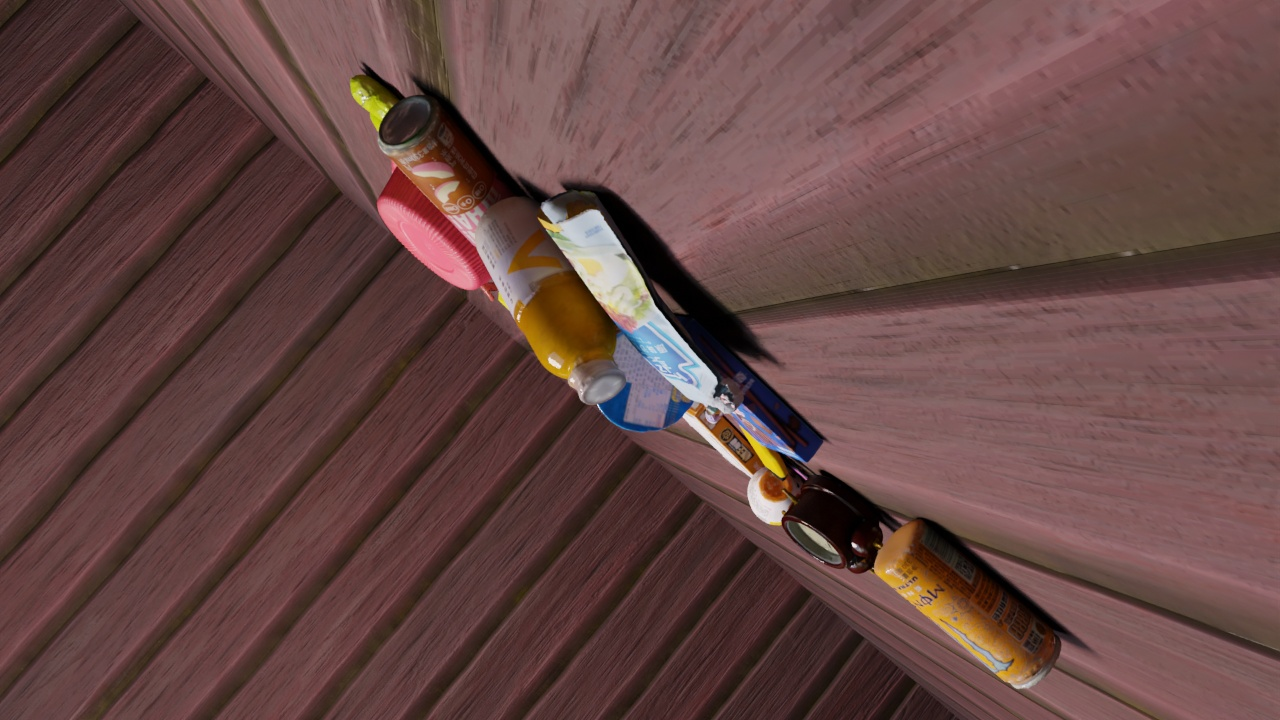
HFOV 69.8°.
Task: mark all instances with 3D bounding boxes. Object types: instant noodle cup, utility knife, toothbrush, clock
[{"bbox_3d":[-0.203,-0.139,0.956,0.194,0.065,0.194,34,162,12],"label":"instant noodle cup"},{"bbox_3d":[-0.005,0.005,0.858,0.099,0.099,0.110,42,-178,-16],"label":"instant noodle cup"},{"bbox_3d":[0.109,0.064,0.884,0.033,0.015,0.193,34,165,42],"label":"utility knife"},{"bbox_3d":[0.020,0.009,1.018,0.021,0.029,0.189,-10,-142,-46],"label":"toothbrush"},{"bbox_3d":[0.190,0.161,0.874,0.122,0.055,0.082,33,157,25],"label":"clock"},{"bbox_3d":[0.160,0.108,0.938,0.189,0.017,0.014,42,173,10],"label":"toothbrush"}]

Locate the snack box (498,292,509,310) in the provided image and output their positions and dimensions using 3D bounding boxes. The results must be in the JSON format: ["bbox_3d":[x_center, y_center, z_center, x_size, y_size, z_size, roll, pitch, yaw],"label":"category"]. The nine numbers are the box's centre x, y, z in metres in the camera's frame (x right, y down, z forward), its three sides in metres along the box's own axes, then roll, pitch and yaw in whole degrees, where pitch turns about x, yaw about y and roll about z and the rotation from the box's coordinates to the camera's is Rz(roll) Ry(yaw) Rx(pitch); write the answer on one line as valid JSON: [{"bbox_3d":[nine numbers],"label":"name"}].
[{"bbox_3d":[-0.067,-0.056,0.811,0.091,0.080,0.082,34,170,42],"label":"snack box"}]

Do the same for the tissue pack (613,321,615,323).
[{"bbox_3d":[-0.070,-0.054,0.967,0.095,0.052,0.157,42,173,6],"label":"tissue pack"}]

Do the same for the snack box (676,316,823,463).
[{"bbox_3d":[0.076,0.022,0.764,0.157,0.026,0.084,42,172,-17],"label":"snack box"}]

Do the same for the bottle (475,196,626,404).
[{"bbox_3d":[-0.069,-0.048,0.718,0.189,0.068,0.068,59,-176,30],"label":"bottle"}]

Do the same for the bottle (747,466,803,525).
[{"bbox_3d":[0.149,0.145,1.006,0.063,0.063,0.108,38,173,17],"label":"bottle"}]

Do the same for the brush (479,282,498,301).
[{"bbox_3d":[-0.218,-0.140,1.141,0.146,0.069,0.063,40,174,-3],"label":"brush"}]

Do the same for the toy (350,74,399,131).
[{"bbox_3d":[-0.223,-0.216,0.834,0.097,0.031,0.100,39,169,11],"label":"toy"}]

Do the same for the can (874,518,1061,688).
[{"bbox_3d":[0.260,0.194,0.735,0.146,0.058,0.058,40,174,2],"label":"can"}]

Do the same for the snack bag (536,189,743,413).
[{"bbox_3d":[0.001,-0.036,0.653,0.191,0.038,0.110,53,159,-25],"label":"snack bag"}]

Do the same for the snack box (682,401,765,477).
[{"bbox_3d":[0.095,0.089,1.094,0.153,0.026,0.075,45,172,-33],"label":"snack box"}]

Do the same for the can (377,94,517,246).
[{"bbox_3d":[-0.150,-0.149,0.753,0.058,0.058,0.147,36,172,35],"label":"can"}]
